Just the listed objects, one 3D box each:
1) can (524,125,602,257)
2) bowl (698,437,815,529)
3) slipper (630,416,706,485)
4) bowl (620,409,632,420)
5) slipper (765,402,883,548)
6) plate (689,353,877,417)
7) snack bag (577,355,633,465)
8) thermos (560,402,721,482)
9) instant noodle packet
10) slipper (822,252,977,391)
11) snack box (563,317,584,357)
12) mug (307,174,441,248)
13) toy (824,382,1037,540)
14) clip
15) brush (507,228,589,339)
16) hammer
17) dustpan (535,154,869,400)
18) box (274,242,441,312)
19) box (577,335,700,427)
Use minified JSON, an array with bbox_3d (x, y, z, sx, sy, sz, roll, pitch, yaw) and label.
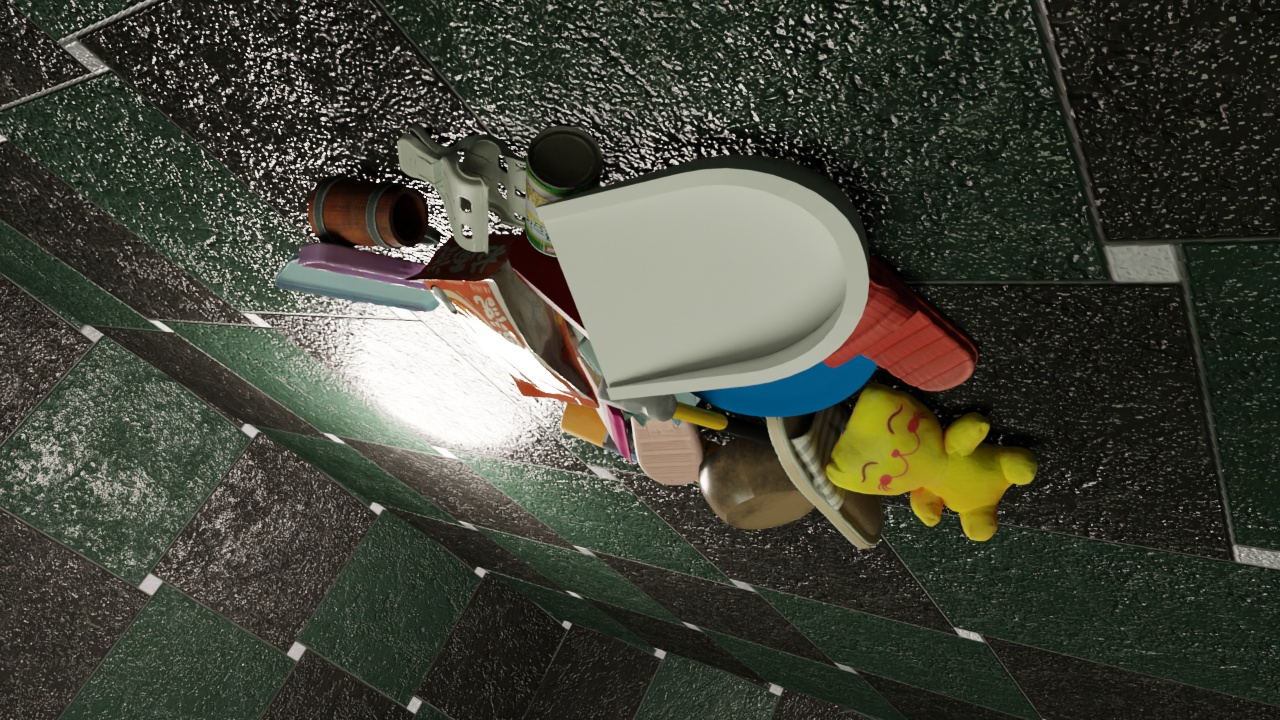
[{"bbox_3d":[-0.072,-0.151,0.838,0.067,0.067,0.121,24,156,3],"label":"can"},{"bbox_3d":[0.158,0.159,1.166,0.162,0.070,0.162,-7,148,-5],"label":"bowl"},{"bbox_3d":[0.038,0.072,1.195,0.093,0.081,0.197,-1,124,21],"label":"slipper"},{"bbox_3d":[-0.006,0.006,1.082,0.074,0.118,0.118,-16,161,-14],"label":"bowl"},{"bbox_3d":[0.224,0.120,1.053,0.054,0.114,0.273,-6,133,40],"label":"slipper"},{"bbox_3d":[0.123,-0.028,0.898,0.224,0.024,0.225,7,136,7],"label":"plate"},{"bbox_3d":[-0.047,0.040,1.083,0.196,0.016,0.070,-124,20,-51],"label":"snack bag"},{"bbox_3d":[0.010,0.103,1.296,0.233,0.091,0.076,22,128,7],"label":"thermos"},{"bbox_3d":[-0.145,-0.034,1.058,0.165,0.083,0.221,6,137,47],"label":"instant noodle packet"},{"bbox_3d":[0.198,-0.030,0.812,0.248,0.059,0.104,28,140,-17],"label":"slipper"},{"bbox_3d":[-0.120,-0.053,1.083,0.132,0.027,0.168,54,151,-5],"label":"snack box"},{"bbox_3d":[-0.294,-0.159,1.041,0.111,0.081,0.117,8,170,26],"label":"mug"},{"bbox_3d":[0.306,0.098,0.970,0.194,0.087,0.135,20,114,2],"label":"toy"},{"bbox_3d":[-0.176,-0.166,0.899,0.151,0.105,0.127,15,154,-3],"label":"clip"},{"bbox_3d":[-0.054,-0.078,0.897,0.173,0.082,0.042,41,170,32],"label":"brush"},{"bbox_3d":[0.082,0.065,0.989,0.323,0.029,0.127,18,177,-44],"label":"hammer"},{"bbox_3d":[0.056,-0.064,0.756,0.258,0.053,0.191,-12,113,20],"label":"dustpan"},{"bbox_3d":[-0.317,-0.099,1.115,0.213,0.040,0.152,10,162,-40],"label":"box"},{"bbox_3d":[0.043,-0.009,1.008,0.168,0.086,0.227,-22,140,12],"label":"box"}]
